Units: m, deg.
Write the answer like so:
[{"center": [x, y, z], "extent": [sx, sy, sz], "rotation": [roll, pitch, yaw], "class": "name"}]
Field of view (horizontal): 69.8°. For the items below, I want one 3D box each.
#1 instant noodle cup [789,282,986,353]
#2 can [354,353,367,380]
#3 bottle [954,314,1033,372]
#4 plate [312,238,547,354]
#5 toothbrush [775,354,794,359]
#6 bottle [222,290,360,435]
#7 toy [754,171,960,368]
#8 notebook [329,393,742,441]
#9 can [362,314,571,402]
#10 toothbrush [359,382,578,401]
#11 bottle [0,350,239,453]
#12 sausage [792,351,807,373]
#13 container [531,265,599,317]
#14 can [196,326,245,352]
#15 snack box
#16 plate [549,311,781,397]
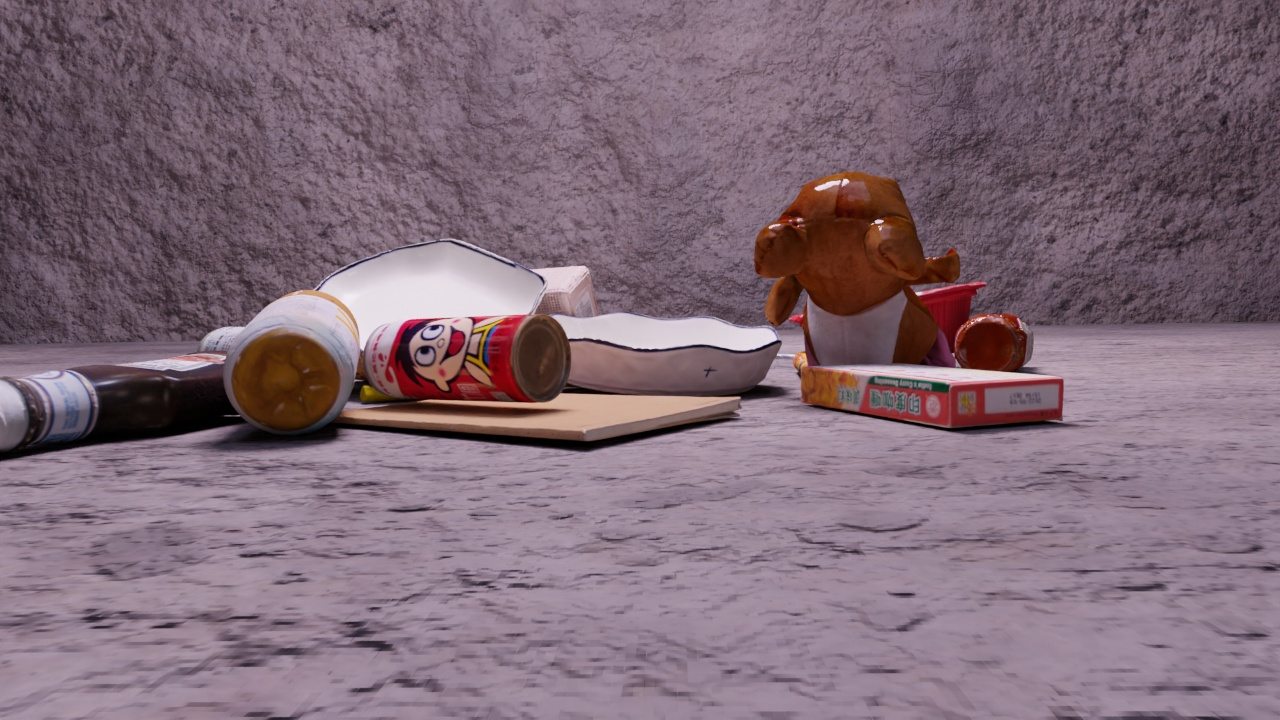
[{"center": [0.248, -0.030, 0.913], "extent": [0.194, 0.066, 0.194], "rotation": [-9, 0, 0], "class": "instant noodle cup"}, {"center": [-0.238, -0.007, 0.882], "extent": [0.058, 0.058, 0.146], "rotation": [-4, 4, -42], "class": "can"}, {"center": [0.340, -0.016, 0.865], "extent": [0.060, 0.060, 0.205], "rotation": [1, 3, 27], "class": "bottle"}, {"center": [-0.187, -0.046, 0.797], "extent": [0.161, 0.034, 0.266], "rotation": [-30, 33, -28], "class": "plate"}, {"center": [0.194, 0.002, 1.004], "extent": [0.180, 0.016, 0.016], "rotation": [2, 9, 16], "class": "toothbrush"}, {"center": [-0.210, -0.007, 0.573], "extent": [0.068, 0.068, 0.189], "rotation": [-2, 12, -14], "class": "bottle"}, {"center": [0.164, -0.039, 0.682], "extent": [0.140, 0.130, 0.200], "rotation": [6, -29, 24], "class": "toy"}, {"center": [-0.067, 0.032, 0.556], "extent": [0.212, 0.012, 0.149], "rotation": [0, 4, 36], "class": "notebook"}, {"center": [-0.112, -0.001, 0.577], "extent": [0.133, 0.053, 0.053], "rotation": [0, 3, 33], "class": "can"}, {"center": [-0.132, 0.019, 0.743], "extent": [0.189, 0.016, 0.016], "rotation": [-3, 4, -34], "class": "toothbrush"}, {"center": [-0.302, 0.022, 0.530], "extent": [0.080, 0.044, 0.194], "rotation": [2, 5, 13], "class": "bottle"}, {"center": [0.158, 0.005, 0.867], "extent": [0.021, 0.021, 0.165], "rotation": [-1, 3, 6], "class": "sausage"}, {"center": [-0.103, -0.039, 0.884], "extent": [0.111, 0.090, 0.089], "rotation": [-5, 22, 17], "class": "container"}, {"center": [-0.333, -0.002, 0.818], "extent": [0.147, 0.058, 0.058], "rotation": [1, 4, 37], "class": "can"}, {"center": [0.170, 0.018, 0.561], "extent": [0.077, 0.027, 0.156], "rotation": [-2, 3, -19], "class": "snack box"}, {"center": [0.012, -0.008, 0.754], "extent": [0.205, 0.045, 0.204], "rotation": [2, 10, -1], "class": "plate"}]
